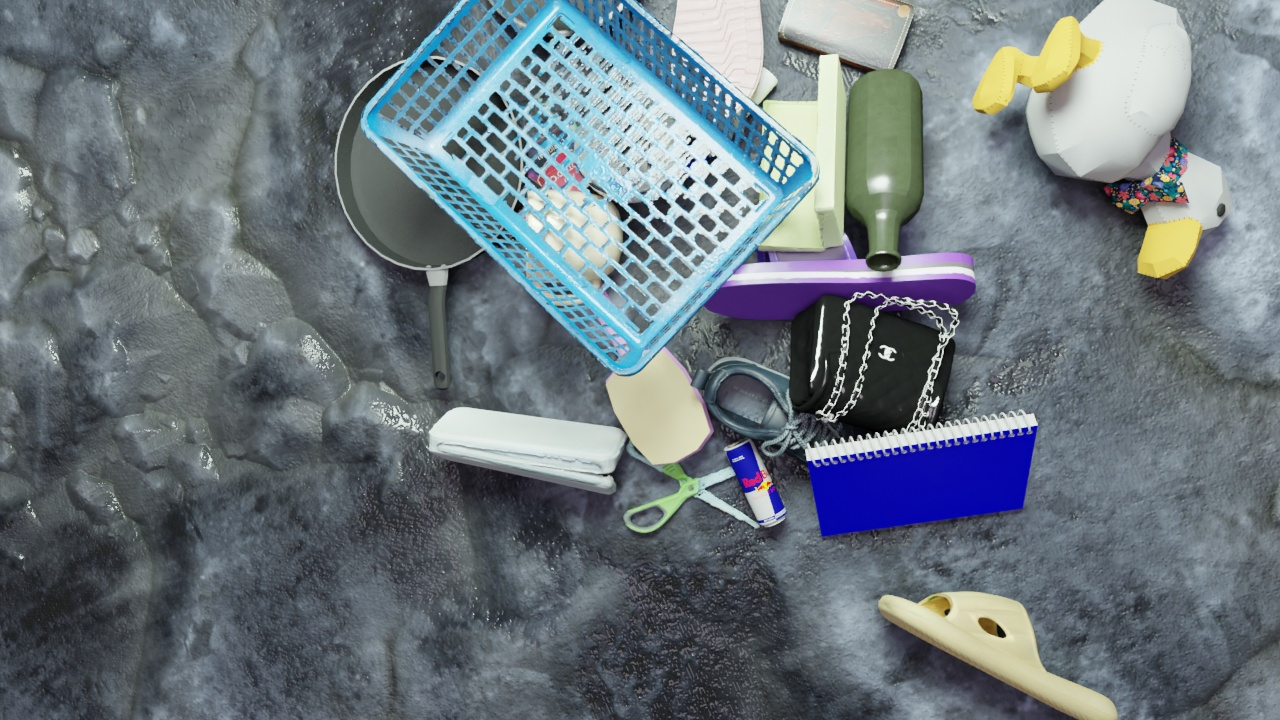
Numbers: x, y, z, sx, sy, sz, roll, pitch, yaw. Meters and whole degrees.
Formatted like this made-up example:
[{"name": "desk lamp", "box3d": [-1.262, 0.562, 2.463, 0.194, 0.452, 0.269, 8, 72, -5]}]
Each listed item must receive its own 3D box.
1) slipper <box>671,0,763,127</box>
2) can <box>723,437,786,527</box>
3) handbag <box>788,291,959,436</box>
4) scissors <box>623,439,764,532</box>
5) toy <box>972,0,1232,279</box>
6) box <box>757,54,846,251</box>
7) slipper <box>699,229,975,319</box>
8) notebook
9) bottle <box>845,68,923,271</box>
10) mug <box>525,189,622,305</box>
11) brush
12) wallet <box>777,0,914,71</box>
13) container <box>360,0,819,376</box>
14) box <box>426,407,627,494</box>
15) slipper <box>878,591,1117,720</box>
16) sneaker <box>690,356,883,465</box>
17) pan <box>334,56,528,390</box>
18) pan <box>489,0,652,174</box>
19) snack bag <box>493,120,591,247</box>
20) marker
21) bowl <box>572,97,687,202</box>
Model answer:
[{"name": "slipper", "box3d": [0.079, -0.339, 0.935, 0.094, 0.064, 0.239, 3, 79, 6]}, {"name": "can", "box3d": [0.124, 0.130, 0.983, 0.032, 0.032, 0.095, -26, 90, 10]}, {"name": "handbag", "box3d": [0.231, 0.009, 0.889, 0.153, 0.115, 0.125, 18, 69, -15]}, {"name": "scissors", "box3d": [0.054, 0.134, 1.012, 0.171, 0.025, 0.160, -25, 86, 6]}, {"name": "toy", "box3d": [0.454, -0.224, 0.856, 0.267, 0.141, 0.246, 22, 81, -18]}, {"name": "box", "box3d": [0.161, -0.201, 0.883, 0.091, 0.083, 0.187, 2, 63, 4]}, {"name": "slipper", "box3d": [0.194, -0.101, 0.925, 0.267, 0.107, 0.084, -2, 73, 9]}, {"name": "notebook", "box3d": [0.277, 0.116, 0.914, 0.209, 0.172, 0.022, -10, 51, 10]}, {"name": "bottle", "box3d": [0.232, -0.179, 0.873, 0.071, 0.071, 0.206, 4, 63, 8]}, {"name": "mug", "box3d": [-0.069, -0.117, 0.962, 0.099, 0.096, 0.120, 0, 97, -9]}, {"name": "brush", "box3d": [-0.006, 0.006, 0.987, 0.089, 0.043, 0.228, -30, 88, 4]}, {"name": "wallet", "box3d": [0.208, -0.342, 0.934, 0.123, 0.019, 0.072, 20, 94, 6]}, {"name": "container", "box3d": [-0.047, -0.189, 0.854, 0.362, 0.089, 0.257, 44, 93, 10]}, {"name": "box", "box3d": [-0.120, 0.085, 0.993, 0.215, 0.123, 0.083, 12, 75, 3]}, {"name": "slipper", "box3d": [0.371, 0.286, 0.943, 0.261, 0.111, 0.079, 28, 78, 1]}, {"name": "sneaker", "box3d": [0.164, 0.065, 0.950, 0.235, 0.087, 0.089, 25, 99, 6]}, {"name": "pan", "box3d": [-0.224, -0.146, 1.002, 0.226, 0.034, 0.356, -2, 95, 17]}, {"name": "pan", "box3d": [-0.051, -0.345, 0.936, 0.187, 0.055, 0.356, -20, 85, 8]}, {"name": "snack bag", "box3d": [-0.114, -0.194, 1.003, 0.155, 0.018, 0.074, -32, 89, 9]}, {"name": "marker", "box3d": [0.090, -0.247, 0.960, 0.023, 0.027, 0.133, 43, 98, 2]}, {"name": "bowl", "box3d": [-0.006, -0.212, 0.952, 0.118, 0.062, 0.118, -3, 75, 10]}]
